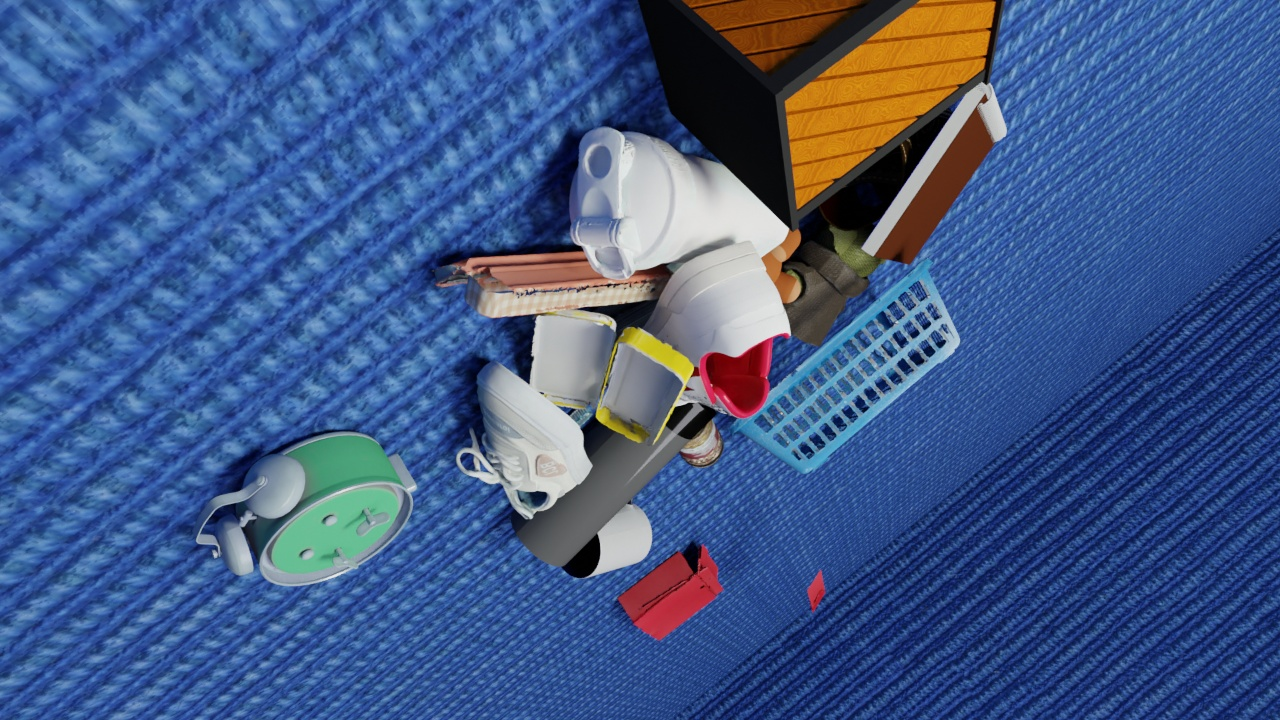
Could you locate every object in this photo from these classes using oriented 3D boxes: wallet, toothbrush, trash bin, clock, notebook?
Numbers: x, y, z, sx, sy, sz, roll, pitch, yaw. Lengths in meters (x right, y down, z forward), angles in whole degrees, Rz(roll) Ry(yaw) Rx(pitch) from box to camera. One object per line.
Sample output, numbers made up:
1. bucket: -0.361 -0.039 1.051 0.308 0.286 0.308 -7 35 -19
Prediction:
1. wallet: 0.011 -0.032 0.839 0.131 0.054 0.100 -33 145 -8
2. toothbrush: -0.005 0.005 0.912 0.189 0.017 0.016 -42 146 7
3. trash bin: 0.115 -0.213 0.588 0.171 0.139 0.140 -37 154 -4
4. clock: -0.257 0.119 0.704 0.161 0.075 0.122 4 130 -53
5. notebook: 0.289 -0.171 0.884 0.172 0.022 0.208 -58 161 17

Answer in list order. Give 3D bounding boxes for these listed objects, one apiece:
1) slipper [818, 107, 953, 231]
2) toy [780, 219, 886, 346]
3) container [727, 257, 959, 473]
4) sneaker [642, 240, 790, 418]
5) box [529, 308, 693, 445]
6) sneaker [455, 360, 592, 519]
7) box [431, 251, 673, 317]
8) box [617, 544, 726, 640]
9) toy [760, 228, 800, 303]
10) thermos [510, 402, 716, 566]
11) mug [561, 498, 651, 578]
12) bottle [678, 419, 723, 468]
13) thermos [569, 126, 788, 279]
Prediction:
1. slipper: 0.221 -0.181 0.845 0.267 0.075 0.113 -14 145 -41
2. toy: 0.185 -0.083 0.950 0.153 0.078 0.179 -52 153 16
3. container: 0.228 0.027 1.044 0.257 0.089 0.362 -41 172 3
4. sneaker: 0.056 0.007 0.752 0.090 0.104 0.237 -20 162 -24
5. box: -0.031 0.017 0.758 0.210 0.129 0.036 110 0 -69
6. sneaker: -0.106 0.084 0.821 0.090 0.089 0.242 -50 160 -14
7. box: -0.060 -0.063 0.681 0.186 0.083 0.042 -8 128 -43
8. box: 0.052 0.399 1.562 0.215 0.165 0.153 64 34 -64
9. toy: 0.103 -0.074 0.861 0.128 0.095 0.065 95 19 -55
10. thermos: -0.029 0.108 0.970 0.241 0.082 0.082 -46 153 14
11. mug: -0.043 0.203 1.121 0.096 0.079 0.112 -2 107 -51
12. bottle: 0.063 0.086 1.082 0.056 0.056 0.105 -38 154 -2
13. thermos: 0.035 -0.112 0.697 0.220 0.099 0.100 -5 138 -53
